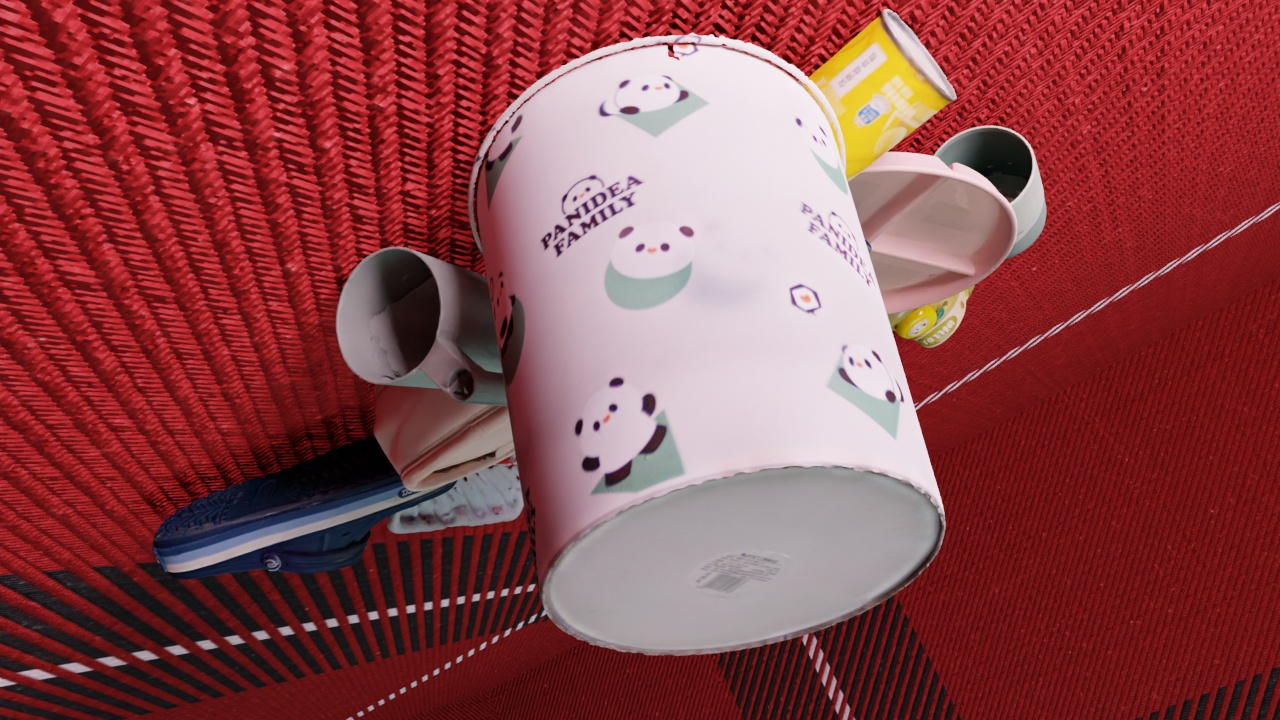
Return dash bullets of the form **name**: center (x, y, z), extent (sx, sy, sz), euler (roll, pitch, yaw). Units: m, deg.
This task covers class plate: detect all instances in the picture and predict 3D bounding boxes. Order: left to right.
- **plate**: center (0.175, -0.094, 0.730), extent (0.229, 0.028, 0.230), euler (1, 157, 0)

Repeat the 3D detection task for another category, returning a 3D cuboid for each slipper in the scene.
- **slipper**: center (-0.268, 0.135, 0.766), extent (0.252, 0.095, 0.105), euler (-17, -158, -12)
- **slipper**: center (0.330, -0.061, 1.039), extent (0.190, 0.081, 0.092), euler (-7, 151, -47)

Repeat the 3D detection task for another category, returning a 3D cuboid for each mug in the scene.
- **mug**: center (-0.115, -0.010, 0.583), extent (0.084, 0.124, 0.103), euler (-55, 155, 11)
- **mug**: center (0.284, -0.136, 0.784), extent (0.112, 0.082, 0.106), euler (-6, 162, 28)

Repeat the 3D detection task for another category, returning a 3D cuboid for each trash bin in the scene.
- **trash bin**: center (0.029, -0.001, 0.483), extent (0.229, 0.251, 0.230), euler (-6, 141, -5)

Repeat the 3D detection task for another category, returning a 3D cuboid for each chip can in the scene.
- **chip can**: center (0.095, -0.128, 0.602), extent (0.214, 0.072, 0.072), euler (-38, 157, 31)

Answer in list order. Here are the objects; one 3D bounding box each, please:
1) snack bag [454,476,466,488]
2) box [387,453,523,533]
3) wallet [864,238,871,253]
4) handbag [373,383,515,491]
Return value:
- **snack bag**: center (-0.208, 0.114, 0.925), extent (0.045, 0.026, 0.105), euler (-29, 158, 22)
- **box**: center (-0.152, 0.106, 0.925), extent (0.161, 0.060, 0.200), euler (-50, 154, 17)
- **wallet**: center (0.102, -0.084, 0.703), extent (0.121, 0.019, 0.097), euler (-20, 150, 38)
- **handbag**: center (-0.080, 0.025, 0.755), extent (0.194, 0.093, 0.233), euler (-33, 161, 24)
